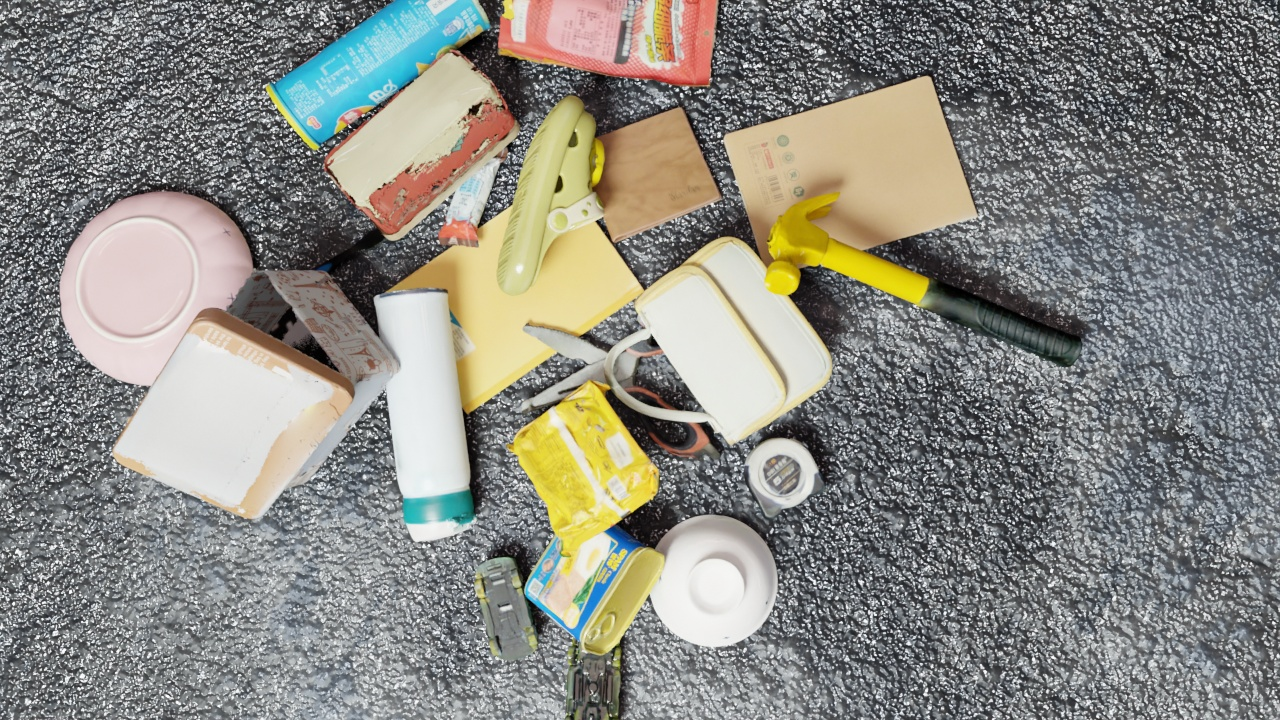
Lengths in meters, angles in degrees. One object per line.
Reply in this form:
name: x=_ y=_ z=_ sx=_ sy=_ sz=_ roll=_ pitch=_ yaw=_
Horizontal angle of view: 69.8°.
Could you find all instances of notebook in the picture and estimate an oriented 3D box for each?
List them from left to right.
notebook: x=-0.120 y=-0.066 z=0.876 sx=0.206 sy=0.010 sz=0.146 roll=-35 pitch=83 yaw=-2
notebook: x=0.199 y=-0.176 z=0.877 sx=0.207 sy=0.008 sz=0.147 roll=-16 pitch=83 yaw=0

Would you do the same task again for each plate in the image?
plate: x=-0.468 y=-0.073 z=0.873 sx=0.192 sy=0.039 sz=0.192 roll=-1 pitch=82 yaw=5

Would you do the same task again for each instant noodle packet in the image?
instant noodle packet: x=-0.048 y=0.091 z=0.796 sx=0.111 sy=0.044 sz=0.128 roll=-37 pitch=55 yaw=5

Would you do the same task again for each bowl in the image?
bowl: x=0.065 y=0.197 z=0.808 sx=0.118 sy=0.065 sz=0.118 roll=0 pitch=83 yaw=2

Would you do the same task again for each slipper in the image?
slipper: x=-0.076 y=-0.144 z=0.845 sx=0.081 sy=0.092 sz=0.190 roll=19 pitch=84 yaw=-20

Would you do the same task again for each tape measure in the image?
tape measure: x=0.127 y=0.103 z=0.833 sx=0.065 sy=0.033 sz=0.066 roll=-25 pitch=85 yaw=-3

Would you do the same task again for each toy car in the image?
toy car: x=-0.120 y=0.223 z=0.826 sx=0.043 sy=0.036 sz=0.091 roll=-15 pitch=82 yaw=-1
toy car: x=-0.041 y=0.294 z=0.818 sx=0.048 sy=0.032 sz=0.105 roll=1 pitch=72 yaw=3

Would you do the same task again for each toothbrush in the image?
toothbrush: x=-0.322 y=-0.077 z=0.887 sx=0.189 sy=0.016 sz=0.014 roll=-31 pitch=88 yaw=1

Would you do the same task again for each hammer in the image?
hammer: x=0.255 y=-0.062 z=0.824 sx=0.300 sy=0.033 sz=0.128 roll=22 pitch=52 yaw=-5

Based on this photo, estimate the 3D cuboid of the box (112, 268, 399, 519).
box: x=-0.329 y=0.035 z=0.765 sx=0.182 sy=0.166 sz=0.150 roll=-46 pitch=76 yaw=21

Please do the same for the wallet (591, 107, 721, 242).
wallet: x=0.007 y=-0.180 z=0.881 sx=0.115 sy=0.020 sz=0.101 roll=-23 pitch=84 yaw=-3

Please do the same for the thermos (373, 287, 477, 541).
thermos: x=-0.196 y=0.050 z=0.832 sx=0.073 sy=0.073 sz=0.224 roll=-8 pitch=88 yaw=1

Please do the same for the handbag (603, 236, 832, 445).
handbag: x=0.061 y=-0.004 z=0.822 sx=0.179 sy=0.063 sz=0.163 roll=-35 pitch=83 yaw=0

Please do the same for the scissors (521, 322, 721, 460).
scissors: x=-0.003 y=0.008 z=0.855 sx=0.225 sy=0.015 sz=0.189 roll=35 pitch=85 yaw=3

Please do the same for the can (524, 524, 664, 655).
can: x=-0.041 y=0.189 z=0.803 sx=0.083 sy=0.057 sz=0.102 roll=29 pitch=84 yaw=36

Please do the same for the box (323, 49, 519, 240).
box: x=-0.205 y=-0.203 z=0.850 sx=0.168 sy=0.078 sz=0.091 roll=-43 pitch=61 yaw=-3

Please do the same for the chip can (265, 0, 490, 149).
chip can: x=-0.249 y=-0.291 z=0.880 sx=0.210 sy=0.071 sz=0.071 roll=-36 pitch=83 yaw=-3

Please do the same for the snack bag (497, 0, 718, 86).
snack bag: x=-0.029 y=-0.333 z=0.882 sx=0.208 sy=0.073 sz=0.128 roll=6 pitch=87 yaw=-2

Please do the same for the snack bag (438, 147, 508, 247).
snack bag: x=-0.161 y=-0.158 z=0.878 sx=0.048 sy=0.026 sz=0.104 roll=10 pitch=76 yaw=20
